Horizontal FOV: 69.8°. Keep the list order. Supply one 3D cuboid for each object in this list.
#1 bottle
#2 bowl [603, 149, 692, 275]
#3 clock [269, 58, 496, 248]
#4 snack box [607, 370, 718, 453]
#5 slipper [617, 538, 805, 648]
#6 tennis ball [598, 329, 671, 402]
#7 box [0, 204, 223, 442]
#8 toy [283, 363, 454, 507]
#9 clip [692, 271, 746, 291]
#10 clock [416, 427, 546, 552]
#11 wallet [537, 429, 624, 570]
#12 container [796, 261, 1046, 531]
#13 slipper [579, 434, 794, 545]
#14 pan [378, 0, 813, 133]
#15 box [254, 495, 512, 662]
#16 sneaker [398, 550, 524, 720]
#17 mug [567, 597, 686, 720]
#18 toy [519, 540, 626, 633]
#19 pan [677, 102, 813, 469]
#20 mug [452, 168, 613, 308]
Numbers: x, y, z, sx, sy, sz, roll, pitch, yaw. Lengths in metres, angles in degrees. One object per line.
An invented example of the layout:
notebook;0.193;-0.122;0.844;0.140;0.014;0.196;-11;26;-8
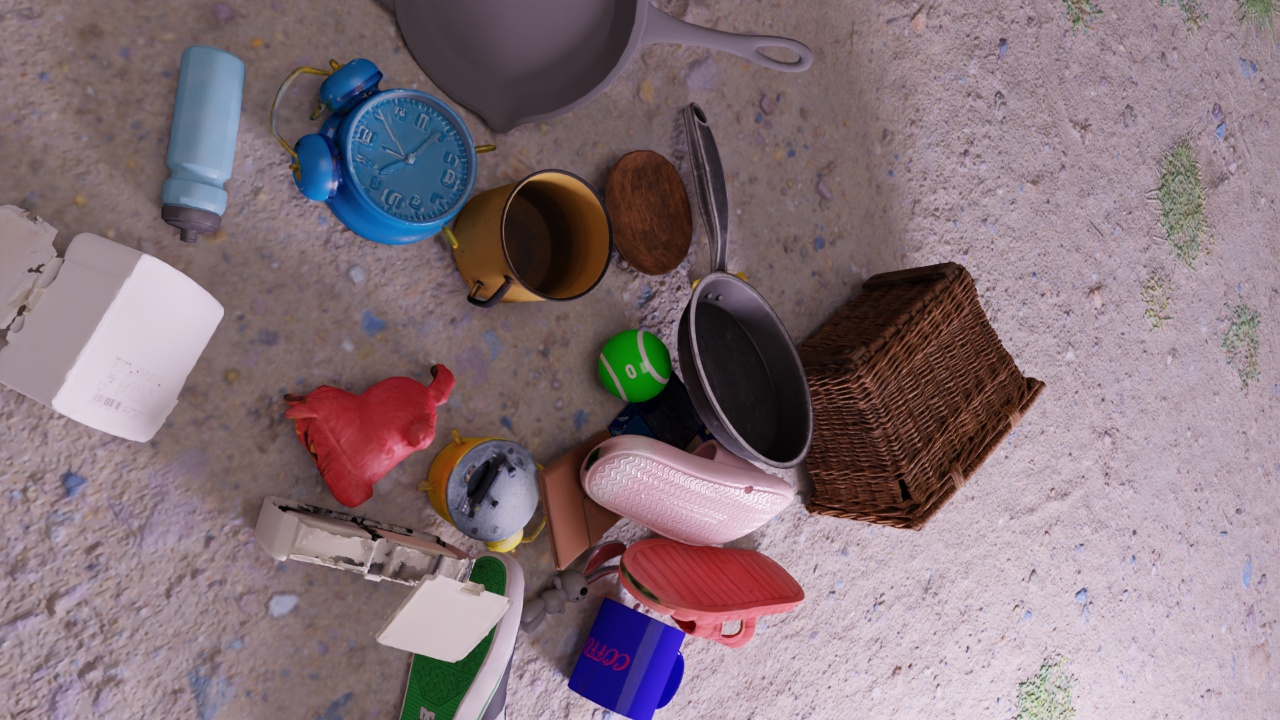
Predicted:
bottle;-0.297;-0.144;0.622;0.040;0.040;0.130;9;87;-35
bowl;0.001;-0.134;0.841;0.101;0.026;0.114;-20;101;-39
clock;-0.194;-0.154;0.682;0.161;0.060;0.116;23;79;-33
snack box;0.039;0.091;0.879;0.082;0.027;0.150;-45;115;-23
slipper;0.067;0.221;0.859;0.248;0.103;0.059;16;111;-48
tennis ball;-0.005;0.005;0.820;0.065;0.065;0.065;-2;93;-35
box;-0.364;-0.030;0.569;0.121;0.136;0.109;66;45;-70
toy;-0.196;0.034;0.681;0.132;0.088;0.094;-43;104;-27
clip;0.077;-0.064;0.907;0.054;0.044;0.049;-20;145;-34
clock;-0.119;0.109;0.748;0.118;0.057;0.083;39;70;-30
wallet;-0.050;0.118;0.795;0.120;0.013;0.087;-28;111;-62
container;0.269;0.025;0.964;0.249;0.162;0.183;-38;107;-28
slipper;0.042;0.114;0.819;0.221;0.107;0.055;22;35;-34
pan;-0.032;-0.276;0.726;0.354;0.024;0.217;9;121;-10
box;-0.184;0.153;0.624;0.143;0.187;0.070;20;81;-27
sneaker;-0.135;0.270;0.737;0.079;0.084;0.235;24;81;-48
mug;-0.002;0.274;0.827;0.111;0.079;0.083;36;72;-37
toy;-0.060;0.200;0.811;0.111;0.030;0.049;-30;137;-28
pan;0.078;-0.071;0.844;0.187;0.055;0.356;4;66;-52
mug;-0.096;-0.087;0.733;0.100;0.094;0.123;49;64;-27
